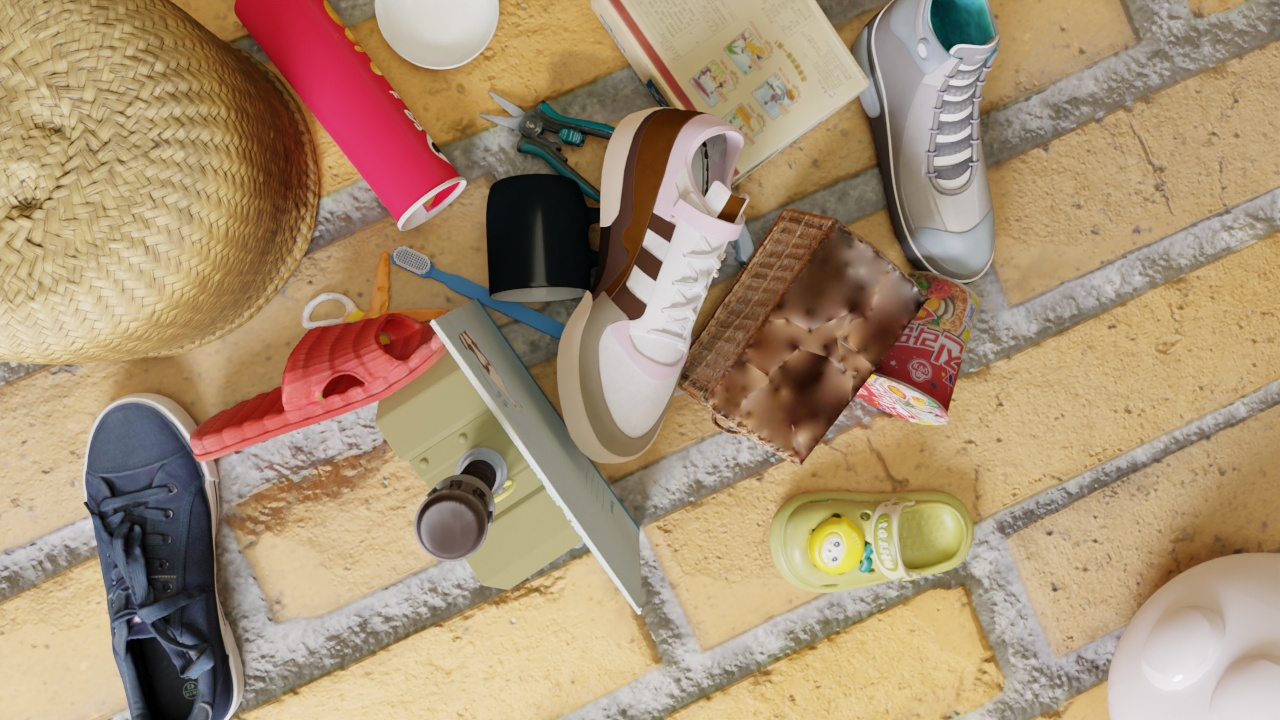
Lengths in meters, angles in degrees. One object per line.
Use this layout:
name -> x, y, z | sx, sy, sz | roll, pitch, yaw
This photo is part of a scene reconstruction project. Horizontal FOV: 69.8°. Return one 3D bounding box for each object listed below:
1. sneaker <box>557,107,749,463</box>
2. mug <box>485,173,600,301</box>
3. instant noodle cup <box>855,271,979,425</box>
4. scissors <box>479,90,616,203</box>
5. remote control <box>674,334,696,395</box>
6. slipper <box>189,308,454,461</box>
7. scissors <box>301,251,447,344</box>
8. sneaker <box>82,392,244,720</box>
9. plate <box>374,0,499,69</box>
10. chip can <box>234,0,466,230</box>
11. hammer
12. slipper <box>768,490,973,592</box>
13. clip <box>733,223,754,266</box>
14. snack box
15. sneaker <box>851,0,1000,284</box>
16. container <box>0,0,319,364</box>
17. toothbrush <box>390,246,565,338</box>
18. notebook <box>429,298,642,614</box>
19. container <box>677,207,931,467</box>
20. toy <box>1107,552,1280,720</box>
sneaker -> 0.025, -0.057, 0.725 | 0.111, 0.117, 0.293 | 17, 83, -39
mug -> -0.068, -0.103, 0.772 | 0.121, 0.085, 0.094 | -3, 87, -4
instant noodle cup -> 0.242, -0.015, 0.803 | 0.100, 0.100, 0.112 | 28, 81, -5
scissors -> -0.066, -0.187, 0.797 | 0.151, 0.019, 0.119 | -7, 88, 7
remote control -> 0.087, -0.012, 0.828 | 0.146, 0.008, 0.045 | -20, 93, -5
slipper -> -0.260, 0.008, 0.741 | 0.249, 0.103, 0.059 | -23, 111, 4
scissors -> -0.233, -0.033, 0.797 | 0.131, 0.011, 0.125 | 6, 91, -5
sneaker -> -0.389, 0.171, 0.732 | 0.120, 0.127, 0.294 | -10, 90, -4
plate -> -0.173, -0.300, 0.790 | 0.104, 0.026, 0.104 | 0, 91, -4
chip can -> -0.240, -0.218, 0.764 | 0.069, 0.069, 0.220 | -38, 94, -4
hammer -> -0.118, 0.087, 0.652 | 0.100, 0.325, 0.190 | -33, 94, -4
slipper -> 0.212, 0.162, 0.808 | 0.190, 0.081, 0.091 | -4, 94, -8
clip -> 0.045, -0.115, 0.814 | 0.164, 0.031, 0.169 | 11, 92, -7
snack box -> 0.077, -0.275, 0.799 | 0.153, 0.055, 0.207 | -36, 94, -4
sneaker -> 0.262, -0.193, 0.765 | 0.093, 0.160, 0.256 | -15, 91, -5
container -> -0.420, -0.142, 0.689 | 0.307, 0.196, 0.307 | 0, 93, -6
toothbrush -> -0.138, -0.058, 0.800 | 0.166, 0.014, 0.016 | 25, 75, -7
notebook -> -0.072, 0.063, 0.722 | 0.009, 0.181, 0.253 | -34, 98, 4
container -> 0.129, -0.020, 0.765 | 0.114, 0.112, 0.198 | 34, 93, -14
toy -> 0.541, 0.305, 0.754 | 0.280, 0.263, 0.266 | 36, 95, -23
